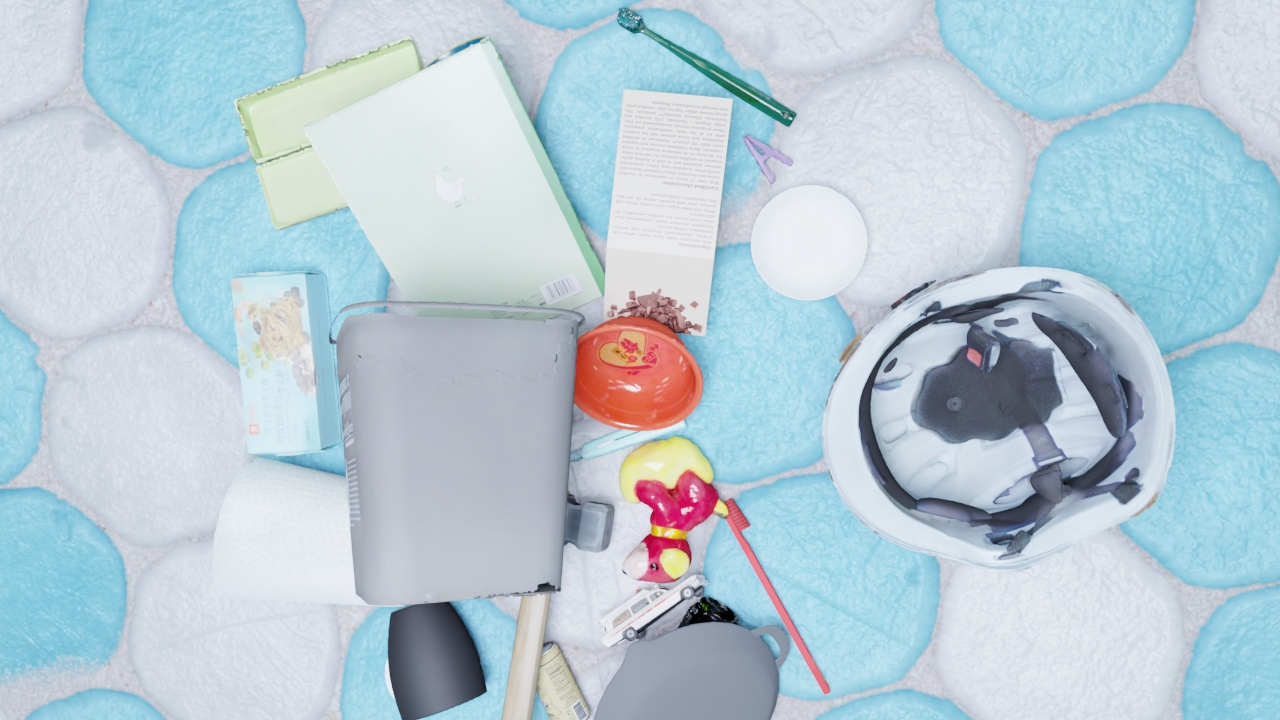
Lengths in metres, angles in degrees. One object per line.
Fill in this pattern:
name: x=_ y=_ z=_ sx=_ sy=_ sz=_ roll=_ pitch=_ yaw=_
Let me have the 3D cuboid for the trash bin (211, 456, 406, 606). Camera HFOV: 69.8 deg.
trash bin: x=-0.291 y=0.167 z=0.861 sx=0.161 sy=0.133 sz=0.133 roll=8 pitch=96 yaw=-1

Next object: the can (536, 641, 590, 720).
can: x=-0.082 y=0.319 z=0.896 sx=0.038 sy=0.038 sz=0.079 roll=-26 pitch=92 yaw=7

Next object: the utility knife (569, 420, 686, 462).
utility knife: x=-0.041 y=0.085 z=0.884 sx=0.177 sy=0.015 sz=0.022 roll=-21 pitch=64 yaw=8

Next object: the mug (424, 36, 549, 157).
mug: x=-0.139 y=-0.220 z=0.838 sx=0.078 sy=0.078 sz=0.121 roll=-31 pitch=97 yaw=7

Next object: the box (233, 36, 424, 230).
box: x=-0.281 y=-0.213 z=0.872 sx=0.187 sy=0.024 sz=0.137 roll=-19 pitch=87 yaw=6

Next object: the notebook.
notebook: x=-0.157 y=-0.132 z=0.824 sx=0.182 sy=0.010 sz=0.253 roll=-22 pitch=117 yaw=9

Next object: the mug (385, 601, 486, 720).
mug: x=-0.213 y=0.289 z=0.892 sx=0.119 sy=0.084 sz=0.100 roll=-27 pitch=76 yaw=37

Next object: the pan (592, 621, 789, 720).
pan: x=-0.001 y=0.368 z=0.836 sx=0.354 sy=0.024 sz=0.216 roll=-37 pitch=119 yaw=-7

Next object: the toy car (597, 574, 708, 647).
toy car: x=0.010 y=0.235 z=0.882 sx=0.113 sy=0.039 sz=0.039 roll=-37 pitch=70 yaw=7

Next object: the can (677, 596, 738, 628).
can: x=0.043 y=0.295 z=0.874 sx=0.054 sy=0.054 sz=0.138 roll=29 pitch=97 yaw=2

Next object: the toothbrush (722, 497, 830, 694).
toothbrush: x=0.133 y=0.225 z=0.881 sx=0.018 sy=0.012 sz=0.212 roll=-29 pitch=92 yaw=7

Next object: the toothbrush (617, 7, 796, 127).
toothbrush: x=0.059 y=-0.270 z=0.840 sx=0.190 sy=0.017 sz=0.016 roll=32 pitch=97 yaw=2

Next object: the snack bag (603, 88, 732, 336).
snack bag: x=0.024 y=-0.129 z=0.830 sx=0.094 sy=0.070 sz=0.206 roll=7 pitch=96 yaw=5

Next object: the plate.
plate: x=0.154 y=-0.107 z=0.842 sx=0.104 sy=0.026 sz=0.104 roll=0 pitch=94 yaw=5

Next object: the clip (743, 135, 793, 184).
clip: x=0.120 y=-0.189 z=0.845 sx=0.046 sy=0.014 sz=0.050 roll=-17 pitch=95 yaw=6

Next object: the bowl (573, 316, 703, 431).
bowl: x=-0.005 y=0.005 z=0.839 sx=0.130 sy=0.045 sz=0.131 roll=6 pitch=133 yaw=6

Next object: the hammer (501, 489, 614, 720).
hammer: x=-0.107 y=0.279 z=0.855 sx=0.117 sy=0.051 sz=0.322 roll=7 pitch=84 yaw=11

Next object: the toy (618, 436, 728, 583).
toy: x=0.030 y=0.140 z=0.863 sx=0.105 sy=0.067 sz=0.137 roll=4 pitch=83 yaw=3

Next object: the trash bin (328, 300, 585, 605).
trash bin: x=-0.154 y=0.080 z=0.761 sx=0.197 sy=0.198 sz=0.220 roll=1 pitch=81 yaw=-22

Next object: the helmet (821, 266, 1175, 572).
helmet: x=0.287 y=0.042 z=0.775 sx=0.264 sy=0.163 sz=0.236 roll=-24 pitch=88 yaw=13

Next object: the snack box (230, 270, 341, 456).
snack box: x=-0.341 y=0.002 z=0.885 sx=0.075 sy=0.053 sz=0.174 roll=-3 pitch=94 yaw=6
